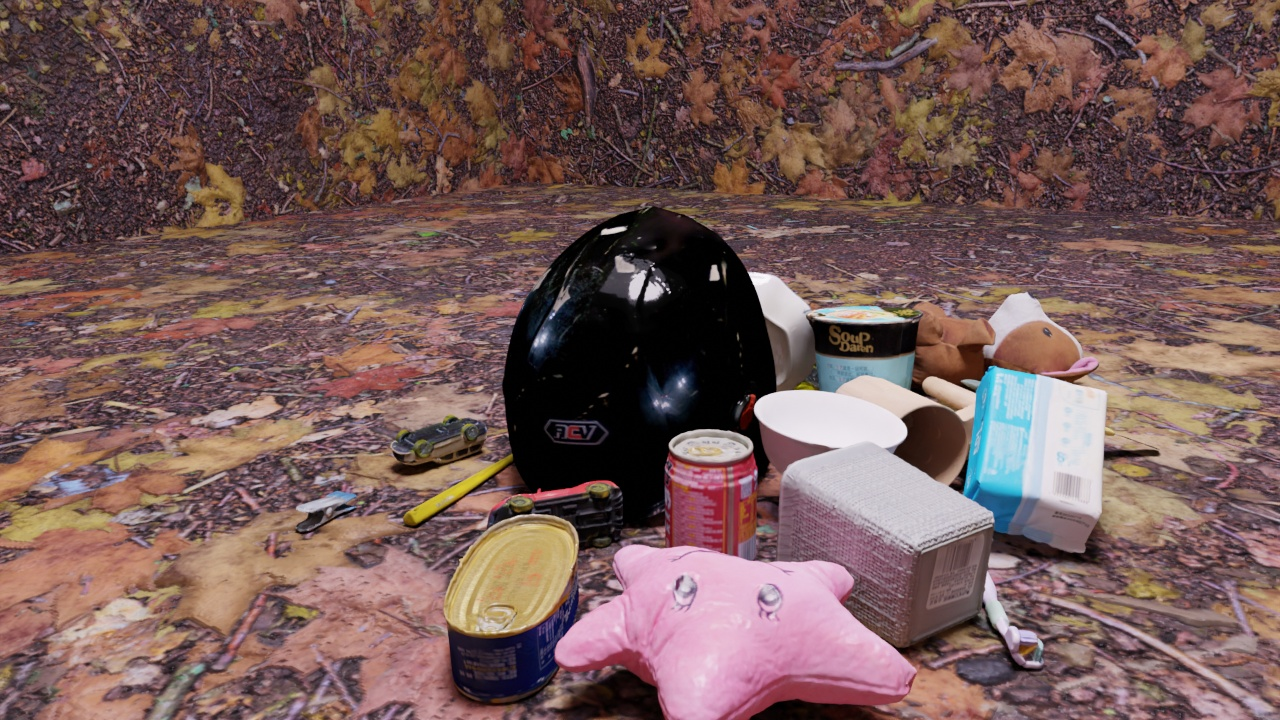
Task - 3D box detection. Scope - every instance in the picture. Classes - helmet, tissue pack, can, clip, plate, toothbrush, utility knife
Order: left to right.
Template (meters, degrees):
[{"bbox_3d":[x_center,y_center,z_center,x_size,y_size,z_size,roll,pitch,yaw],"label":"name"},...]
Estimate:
[{"bbox_3d":[-0.260,0.124,0.756,0.025,0.033,0.057,8,12,22],"label":"clip"},{"bbox_3d":[-0.145,0.101,0.818,0.016,0.017,0.189,6,18,26],"label":"toothbrush"},{"bbox_3d":[-0.079,0.152,0.585,0.074,0.049,0.148,0,17,5],"label":"can"},{"bbox_3d":[-0.005,0.005,0.803,0.234,0.230,0.273,4,37,23],"label":"helmet"},{"bbox_3d":[0.049,-0.016,0.963,0.266,0.162,0.034,4,32,13],"label":"plate"},{"bbox_3d":[0.051,0.103,0.661,0.066,0.094,0.066,-1,17,0],"label":"can"},{"bbox_3d":[0.236,0.148,0.630,0.021,0.029,0.189,-37,9,14],"label":"toothbrush"},{"bbox_3d":[0.298,0.073,0.702,0.090,0.063,0.139,13,59,11],"label":"tissue pack"},{"bbox_3d":[0.387,0.053,0.834,0.207,0.021,0.031,23,4,-10],"label":"utility knife"}]

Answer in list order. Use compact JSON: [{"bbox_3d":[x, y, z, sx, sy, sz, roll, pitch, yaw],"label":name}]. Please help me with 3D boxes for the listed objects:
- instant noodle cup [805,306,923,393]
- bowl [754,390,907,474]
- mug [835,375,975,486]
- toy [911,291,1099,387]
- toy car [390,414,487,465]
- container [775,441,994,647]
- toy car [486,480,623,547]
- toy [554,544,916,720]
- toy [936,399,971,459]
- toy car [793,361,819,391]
[{"bbox_3d":[0.217,0.012,0.897,0.111,0.120,0.111,-1,10,0],"label":"instant noodle cup"},{"bbox_3d":[0.146,0.074,0.728,0.118,0.065,0.118,4,19,-2],"label":"bowl"},{"bbox_3d":[0.238,0.055,0.805,0.124,0.084,0.103,-26,20,-9],"label":"mug"},{"bbox_3d":[0.392,-0.017,1.012,0.200,0.130,0.140,15,16,19],"label":"toy"},{"bbox_3d":[-0.190,0.078,0.867,0.090,0.035,0.042,-16,20,-39],"label":"toy car"},{"bbox_3d":[0.162,0.121,0.610,0.090,0.090,0.114,-12,23,-29],"label":"container"},{"bbox_3d":[-0.065,0.120,0.694,0.106,0.049,0.031,-8,18,-21],"label":"toy car"},{"bbox_3d":[0.054,0.157,0.515,0.195,0.075,0.178,4,18,14],"label":"toy"},{"bbox_3d":[0.324,0.065,0.816,0.105,0.066,0.157,-8,11,-39],"label":"toy"},{"bbox_3d":[0.200,0.032,0.999,0.048,0.032,0.105,-17,34,-42],"label":"toy car"}]
